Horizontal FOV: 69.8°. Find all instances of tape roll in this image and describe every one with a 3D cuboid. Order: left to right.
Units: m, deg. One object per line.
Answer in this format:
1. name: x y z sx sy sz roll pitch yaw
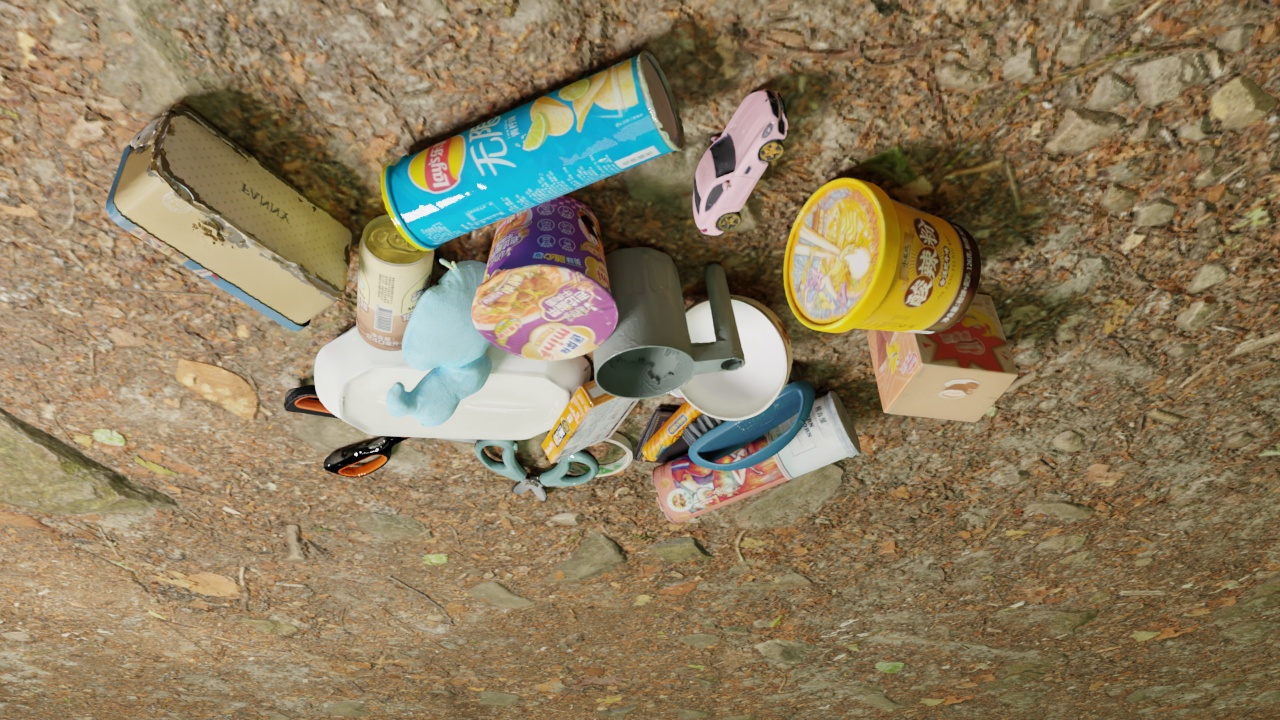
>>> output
1. tape roll: -0.052 0.105 1.034 0.086 0.013 0.086 -1 143 -1

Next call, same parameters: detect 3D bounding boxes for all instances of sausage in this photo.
1. sausage: 0.049 0.055 0.947 0.021 0.021 0.166 21 128 -28

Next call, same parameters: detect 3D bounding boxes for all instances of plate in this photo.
1. plate: -0.180 0.031 0.894 0.265 0.034 0.162 5 140 -17

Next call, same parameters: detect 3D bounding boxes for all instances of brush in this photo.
1. brush: 0.112 0.066 0.918 0.144 0.073 0.055 -32 146 13

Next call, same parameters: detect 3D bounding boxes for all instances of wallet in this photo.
1. wallet: 0.063 0.087 1.013 0.122 0.020 0.097 7 140 -14

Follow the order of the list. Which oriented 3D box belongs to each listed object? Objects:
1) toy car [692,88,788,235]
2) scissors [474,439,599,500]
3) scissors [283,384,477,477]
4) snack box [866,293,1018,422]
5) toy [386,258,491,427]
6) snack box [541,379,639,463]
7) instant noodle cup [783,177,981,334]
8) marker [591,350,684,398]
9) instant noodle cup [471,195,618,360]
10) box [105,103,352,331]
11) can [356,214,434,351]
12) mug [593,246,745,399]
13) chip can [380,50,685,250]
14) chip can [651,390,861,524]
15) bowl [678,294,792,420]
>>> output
1. toy car: 0.068 -0.144 0.671 0.037 0.056 0.123 6 143 -22
2. scissors: -0.134 0.120 1.035 0.172 0.019 0.177 22 148 -23
3. scissors: -0.271 0.069 0.974 0.234 0.021 0.220 -29 140 30
4. snack box: 0.270 -0.006 0.832 0.092 0.094 0.077 6 142 -11
5. toy: -0.158 -0.020 0.784 0.161 0.050 0.156 -40 150 -19
6. snack box: -0.045 0.054 0.909 0.075 0.026 0.154 -23 164 -29
7. instant noodle cup: 0.194 -0.074 0.727 0.114 0.118 0.119 9 143 -27
8. marker: -0.005 0.005 0.900 0.145 0.017 0.017 29 134 -35
9. instant noodle cup: -0.073 -0.071 0.726 0.111 0.099 0.112 0 144 0
10. box: -0.294 -0.099 0.687 0.062 0.089 0.184 -26 136 20
11. can: -0.205 -0.062 0.765 0.058 0.058 0.117 8 142 -13
12. mug: 0.019 -0.034 0.773 0.124 0.103 0.084 -6 149 -2
13. chip can: -0.078 -0.145 0.650 0.211 0.071 0.071 -18 141 19
14. chip can: 0.120 0.106 0.975 0.215 0.071 0.071 -25 138 18
15. bowl: 0.088 -0.008 0.833 0.114 0.113 0.062 -28 179 31
